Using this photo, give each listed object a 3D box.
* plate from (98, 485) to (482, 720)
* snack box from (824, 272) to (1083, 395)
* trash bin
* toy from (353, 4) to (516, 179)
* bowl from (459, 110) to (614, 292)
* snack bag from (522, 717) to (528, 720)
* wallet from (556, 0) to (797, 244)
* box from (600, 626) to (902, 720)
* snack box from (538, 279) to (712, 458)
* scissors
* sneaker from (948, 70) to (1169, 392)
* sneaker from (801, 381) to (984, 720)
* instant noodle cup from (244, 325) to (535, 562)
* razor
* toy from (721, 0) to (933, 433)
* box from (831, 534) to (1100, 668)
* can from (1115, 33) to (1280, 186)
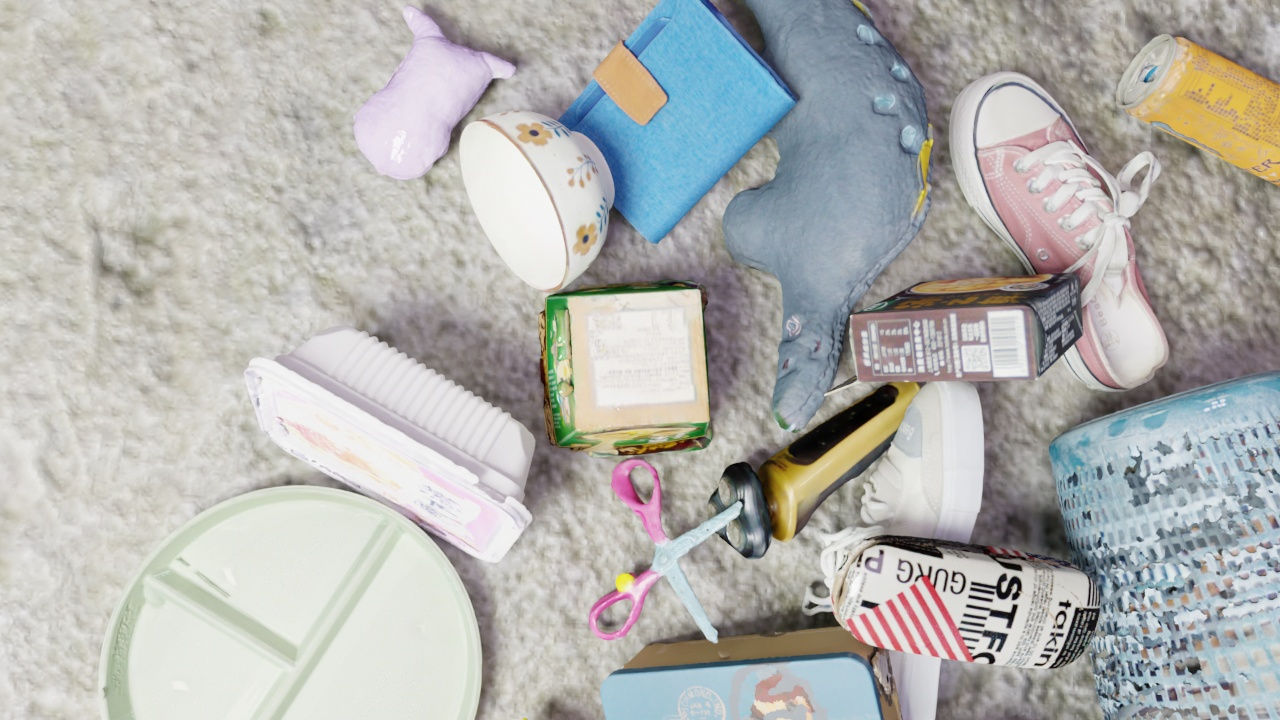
[{"bbox_3d":[-0.214,0.193,0.574,0.230,0.027,0.230,0,87,-6],"label":"plate"},{"bbox_3d":[0.189,-0.017,0.557,0.126,0.113,0.053,0,103,37],"label":"snack box"},{"bbox_3d":[0.358,0.118,0.561,0.226,0.227,0.195,-12,75,-7],"label":"trash bin"},{"bbox_3d":[-0.145,-0.170,0.598,0.084,0.039,0.108,33,90,0],"label":"toy"},{"bbox_3d":[-0.056,-0.105,0.573,0.062,0.114,0.113,-31,90,-26],"label":"bowl"},{"bbox_3d":[-0.029,0.358,0.563,0.246,0.068,0.158,42,84,-2],"label":"snack bag"},{"bbox_3d":[0.017,-0.156,0.585,0.106,0.040,0.133,47,114,-1],"label":"wallet"},{"bbox_3d":[0.062,0.214,0.553,0.185,0.062,0.090,-15,89,22],"label":"box"},{"bbox_3d":[-0.003,0.003,0.569,0.117,0.106,0.118,-4,88,-7],"label":"snack box"},{"bbox_3d":[0.011,0.125,0.587,0.133,0.017,0.133,-39,61,17],"label":"scissors"},{"bbox_3d":[0.293,-0.090,0.615,0.118,0.088,0.241,-26,90,-7],"label":"sneaker"},{"bbox_3d":[0.153,0.124,0.588,0.091,0.089,0.242,9,96,2],"label":"sneaker"},{"bbox_3d":[-0.139,0.046,0.547,0.173,0.138,0.060,29,62,-4],"label":"instant noodle cup"},{"bbox_3d":[0.118,0.064,0.605,0.167,0.062,0.067,-34,118,-12],"label":"razor"},{"bbox_3d":[0.119,-0.133,0.599,0.138,0.091,0.356,-5,85,6],"label":"toy"},{"bbox_3d":[0.188,0.139,0.519,0.164,0.060,0.072,8,120,-14],"label":"box"},{"bbox_3d":[0.418,-0.174,0.648,0.146,0.058,0.058,24,84,-4],"label":"can"}]
